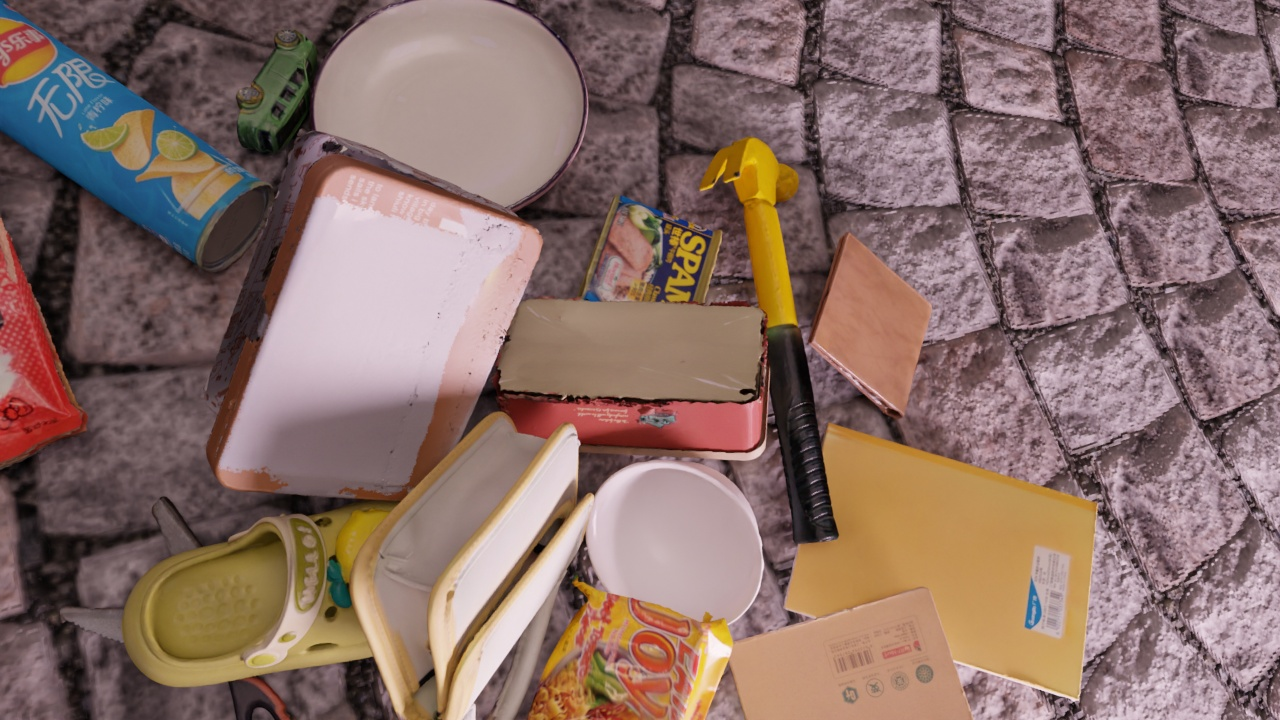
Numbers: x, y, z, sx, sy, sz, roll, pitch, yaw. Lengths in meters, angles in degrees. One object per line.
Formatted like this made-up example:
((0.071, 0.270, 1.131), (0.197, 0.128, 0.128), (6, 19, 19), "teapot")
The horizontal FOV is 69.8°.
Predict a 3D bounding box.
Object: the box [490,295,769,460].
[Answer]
((-0.004, 0.004, 0.584), (0.168, 0.078, 0.091), (2, 51, 10), "box")

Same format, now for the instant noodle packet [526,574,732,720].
((-0.012, 0.203, 0.553), (0.111, 0.044, 0.128), (13, 68, 20), "instant noodle packet")

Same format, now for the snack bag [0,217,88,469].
((-0.416, -0.029, 0.527), (0.128, 0.073, 0.208), (-21, 84, -17), "snack bag")

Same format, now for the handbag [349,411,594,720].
((-0.079, 0.139, 0.530), (0.063, 0.179, 0.162), (7, 31, 22), "handbag")

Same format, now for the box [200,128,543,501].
((-0.152, -0.017, 0.505), (0.150, 0.166, 0.182), (23, 98, -4), "box")

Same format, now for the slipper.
((-0.189, 0.127, 0.511), (0.190, 0.082, 0.091), (-12, 74, -16), "slipper")

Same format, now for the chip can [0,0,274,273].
((-0.342, -0.143, 0.579), (0.210, 0.071, 0.071), (35, 66, -3), "chip can")

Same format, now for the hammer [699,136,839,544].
((0.101, -0.020, 0.662), (0.128, 0.033, 0.300), (9, 69, -57), "hammer")

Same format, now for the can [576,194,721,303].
((0.004, -0.060, 0.661), (0.083, 0.057, 0.102), (20, 67, -7), "can")

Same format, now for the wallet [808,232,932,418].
((0.176, -0.027, 0.698), (0.115, 0.020, 0.101), (36, 63, -29), "wallet")

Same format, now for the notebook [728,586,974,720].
((0.154, 0.269, 0.600), (0.148, 0.008, 0.207), (-15, 76, -4), "notebook")

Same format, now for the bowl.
((0.030, 0.110, 0.599), (0.118, 0.118, 0.064), (48, 27, 3), "bowl")

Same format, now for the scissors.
((-0.221, 0.173, 0.539), (0.225, 0.015, 0.188), (2, 72, -15), "scissors")

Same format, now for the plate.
((-0.134, -0.175, 0.656), (0.192, 0.039, 0.192), (1, 69, -4), "plate")

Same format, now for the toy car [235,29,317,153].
((-0.249, -0.186, 0.637), (0.036, 0.043, 0.091), (19, 69, -6), "toy car")

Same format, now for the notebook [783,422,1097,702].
((0.218, 0.139, 0.655), (0.206, 0.010, 0.145), (16, 67, 4), "notebook")
